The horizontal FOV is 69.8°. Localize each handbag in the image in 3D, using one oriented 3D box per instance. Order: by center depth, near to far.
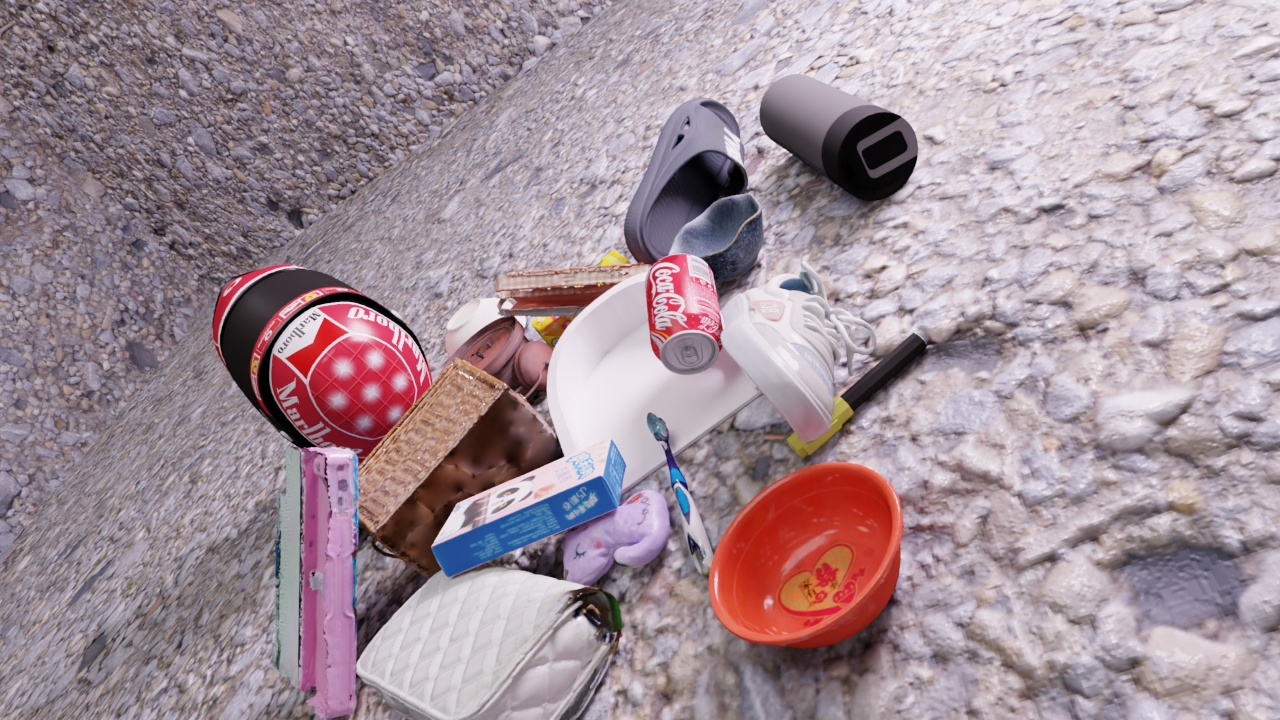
[{"bbox_3d":[-0.113,0.216,0.679,0.195,0.072,0.138,-3,36,51],"label":"handbag"}]

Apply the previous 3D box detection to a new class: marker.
[{"bbox_3d":[0.160,0.025,0.670,0.124,0.017,0.021,-41,27,-3],"label":"marker"}]

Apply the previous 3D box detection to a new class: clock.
[{"bbox_3d":[-0.158,0.018,1.036,0.120,0.072,0.158,-45,26,-10],"label":"clock"}]

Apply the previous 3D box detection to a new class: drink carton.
[{"bbox_3d":[-0.063,-0.068,1.076,0.134,0.043,0.058,-42,27,-2],"label":"drink carton"}]

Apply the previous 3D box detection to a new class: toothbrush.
[{"bbox_3d":[0.028,0.098,0.715,0.016,0.017,0.188,-36,33,11],"label":"toothbrush"}]

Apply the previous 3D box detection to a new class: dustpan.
[{"bbox_3d":[-0.005,0.005,0.876,0.191,0.053,0.257,-37,27,8],"label":"dustpan"}]

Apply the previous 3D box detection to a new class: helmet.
[{"bbox_3d":[-0.374,0.008,1.111,0.197,0.271,0.225,-51,34,-16],"label":"helmet"}]

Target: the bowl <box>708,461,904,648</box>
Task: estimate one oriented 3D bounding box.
[{"bbox_3d":[0.107,0.125,0.554,0.131,0.045,0.130,-31,28,18],"label":"bowl"}]

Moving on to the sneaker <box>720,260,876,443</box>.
[{"bbox_3d":[0.118,-0.021,0.690,0.091,0.089,0.242,-38,13,11],"label":"sneaker"}]

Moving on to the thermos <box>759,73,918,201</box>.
[{"bbox_3d":[0.198,-0.237,0.949,0.082,0.082,0.240,-37,27,7],"label":"thermos"}]

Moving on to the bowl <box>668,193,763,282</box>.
[{"bbox_3d":[0.087,-0.118,0.943,0.110,0.055,0.110,-31,27,18],"label":"bowl"}]

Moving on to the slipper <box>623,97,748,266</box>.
[{"bbox_3d":[0.068,-0.215,1.063,0.083,0.110,0.267,-8,44,43],"label":"slipper"}]

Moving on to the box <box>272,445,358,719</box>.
[{"bbox_3d":[-0.302,0.194,0.846,0.160,0.035,0.230,-2,88,53],"label":"box"}]

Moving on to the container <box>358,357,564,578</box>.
[{"bbox_3d":[-0.178,0.108,0.878,0.198,0.114,0.113,-50,33,-15],"label":"container"}]

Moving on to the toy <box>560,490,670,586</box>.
[{"bbox_3d":[-0.022,0.141,0.710,0.100,0.036,0.080,-32,26,13],"label":"toy"}]

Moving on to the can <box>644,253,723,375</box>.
[{"bbox_3d":[0.038,-0.042,0.814,0.064,0.064,0.104,-29,40,22],"label":"can"}]

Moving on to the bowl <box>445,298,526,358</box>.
[{"bbox_3d":[-0.212,-0.040,1.206,0.114,0.063,0.113,-32,28,19],"label":"bowl"}]

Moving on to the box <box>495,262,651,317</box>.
[{"bbox_3d":[-0.072,-0.070,1.024,0.188,0.064,0.056,-2,-2,17],"label":"box"}]

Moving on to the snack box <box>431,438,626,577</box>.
[{"bbox_3d":[-0.089,0.119,0.752,0.154,0.033,0.088,-24,12,9],"label":"snack box"}]
